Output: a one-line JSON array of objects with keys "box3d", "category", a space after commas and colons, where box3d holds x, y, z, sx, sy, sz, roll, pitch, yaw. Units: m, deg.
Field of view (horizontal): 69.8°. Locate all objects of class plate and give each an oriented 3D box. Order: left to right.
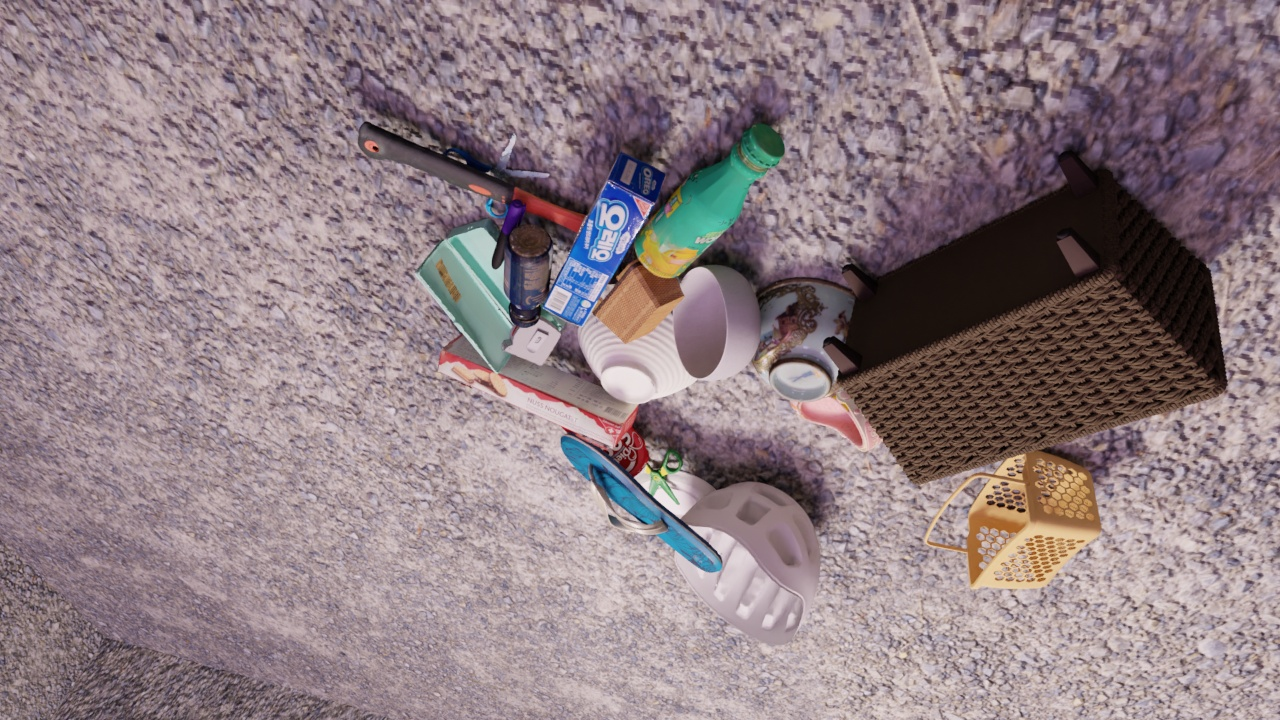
[{"box3d": [0.057, 0.225, 1.473, 0.157, 0.014, 0.157, 12, 140, 10], "category": "plate"}]

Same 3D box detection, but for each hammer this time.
[{"box3d": [-0.159, -0.192, 1.047, 0.333, 0.033, 0.133, 20, 142, -8], "category": "hammer"}]

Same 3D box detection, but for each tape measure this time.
[{"box3d": [-0.140, -0.028, 1.191, 0.060, 0.020, 0.062, 24, 109, -35], "category": "tape measure"}]

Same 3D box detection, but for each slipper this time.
[{"box3d": [-0.011, 0.217, 1.302, 0.295, 0.060, 0.118, 40, 160, 0], "category": "slipper"}, {"box3d": [0.281, 0.070, 1.146, 0.197, 0.081, 0.093, 7, 138, 18], "category": "slipper"}]

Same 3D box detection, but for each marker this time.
[{"box3d": [-0.156, -0.144, 1.071, 0.018, 0.015, 0.134, -3, 154, -22], "category": "marker"}]

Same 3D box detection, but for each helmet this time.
[{"box3d": [0.163, 0.311, 1.380, 0.224, 0.183, 0.283, 28, 130, 36], "category": "helmet"}]

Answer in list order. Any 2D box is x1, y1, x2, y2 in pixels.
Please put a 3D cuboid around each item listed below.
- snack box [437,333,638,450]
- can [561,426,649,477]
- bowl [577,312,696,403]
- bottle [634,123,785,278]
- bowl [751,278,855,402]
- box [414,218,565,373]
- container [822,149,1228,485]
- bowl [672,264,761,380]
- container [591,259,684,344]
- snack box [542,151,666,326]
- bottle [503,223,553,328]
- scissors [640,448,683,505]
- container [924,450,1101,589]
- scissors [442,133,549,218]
[{"box3d": [-0.141, 0.038, 1.251, 0.273, 0.076, 0.044, 23, 119, 11], "category": "snack box"}, {"box3d": [-0.052, 0.108, 1.335, 0.075, 0.074, 0.142, -15, 130, 35], "category": "can"}, {"box3d": [-0.007, 0.007, 1.202, 0.177, 0.070, 0.178, 11, 140, 9], "category": "bowl"}, {"box3d": [0.072, -0.167, 0.966, 0.068, 0.067, 0.210, 32, 140, -14], "category": "bottle"}, {"box3d": [0.195, -0.008, 1.080, 0.160, 0.093, 0.160, 12, 141, 10], "category": "bowl"}, {"box3d": [-0.187, -0.080, 1.169, 0.078, 0.109, 0.187, 7, 140, 44], "category": "box"}, {"box3d": [0.358, -0.039, 0.916, 0.205, 0.176, 0.322, 42, 136, -20], "category": "container"}, {"box3d": [0.095, -0.044, 1.065, 0.064, 0.131, 0.132, -3, 149, -25], "category": "bowl"}, {"box3d": [0.000, -0.072, 1.094, 0.061, 0.063, 0.114, 55, 140, 10], "category": "container"}, {"box3d": [-0.045, -0.128, 1.020, 0.059, 0.059, 0.227, 26, 140, -7], "category": "snack box"}, {"box3d": [-0.135, -0.096, 1.095, 0.056, 0.056, 0.161, 19, 148, 2], "category": "bottle"}, {"box3d": [0.019, 0.176, 1.418, 0.121, 0.012, 0.128, 24, 129, 6], "category": "scissors"}, {"box3d": [0.470, 0.202, 1.182, 0.167, 0.129, 0.184, 10, 141, 1], "category": "container"}, {"box3d": [-0.172, -0.217, 1.054, 0.129, 0.014, 0.128, 27, 139, -12], "category": "scissors"}]
